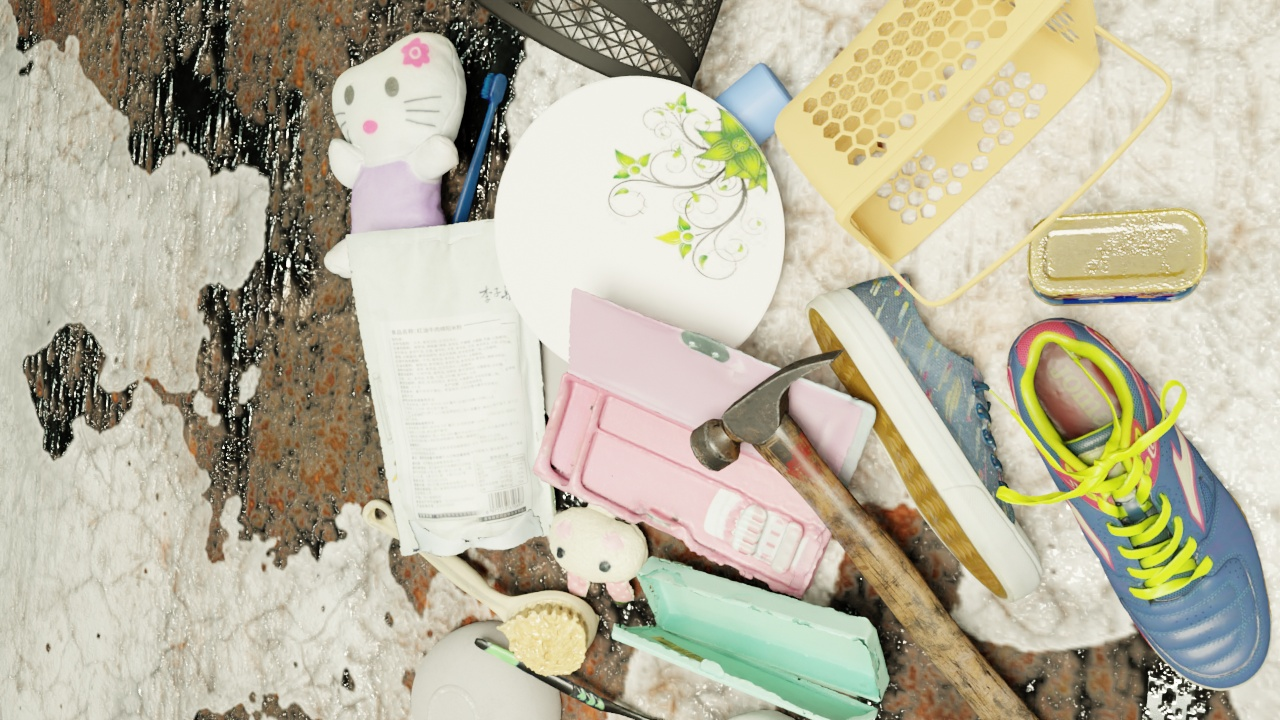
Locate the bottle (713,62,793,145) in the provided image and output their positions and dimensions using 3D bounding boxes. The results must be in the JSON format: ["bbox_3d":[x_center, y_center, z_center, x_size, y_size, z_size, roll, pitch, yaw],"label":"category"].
[{"bbox_3d":[0.054,-0.166,0.698,0.131,0.048,0.048,-36,74,22],"label":"bottle"}]

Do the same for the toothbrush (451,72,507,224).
[{"bbox_3d":[-0.154,-0.163,0.821,0.017,0.016,0.190,22,99,33],"label":"toothbrush"}]

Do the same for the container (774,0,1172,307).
[{"bbox_3d":[0.203,-0.143,0.576,0.184,0.129,0.167,-46,60,16],"label":"container"}]

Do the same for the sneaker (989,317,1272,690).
[{"bbox_3d":[0.290,0.087,0.550,0.116,0.091,0.241,-31,76,20],"label":"sneaker"}]

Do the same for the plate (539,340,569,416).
[{"bbox_3d":[-0.004,0.005,0.740,0.173,0.019,0.172,-1,89,27],"label":"plate"}]

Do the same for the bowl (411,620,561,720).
[{"bbox_3d":[-0.139,0.293,0.776,0.132,0.064,0.132,-1,89,27],"label":"bowl"}]

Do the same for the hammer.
[{"bbox_3d":[0.176,0.145,0.590,0.120,0.033,0.330,-40,89,33],"label":"hammer"}]

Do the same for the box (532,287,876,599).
[{"bbox_3d":[0.042,0.056,0.673,0.233,0.055,0.180,24,119,16],"label":"box"}]

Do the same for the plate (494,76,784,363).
[{"bbox_3d":[-0.002,-0.096,0.699,0.230,0.030,0.229,5,105,19],"label":"plate"}]

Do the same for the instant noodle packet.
[{"bbox_3d":[-0.149,0.023,0.756,0.147,0.057,0.269,-7,97,-5],"label":"instant noodle packet"}]

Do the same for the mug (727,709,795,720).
[{"bbox_3d":[0.080,0.317,0.659,0.090,0.076,0.124,16,96,26],"label":"mug"}]

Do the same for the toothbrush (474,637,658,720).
[{"bbox_3d":[-0.051,0.266,0.733,0.188,0.017,0.014,23,105,9],"label":"toothbrush"}]

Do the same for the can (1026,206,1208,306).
[{"bbox_3d":[0.293,-0.063,0.570,0.100,0.059,0.054,-1,89,27],"label":"can"}]

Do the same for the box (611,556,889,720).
[{"bbox_3d":[0.069,0.209,0.640,0.189,0.079,0.077,9,134,37],"label":"box"}]

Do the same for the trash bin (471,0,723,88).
[{"bbox_3d":[-0.008,-0.354,0.653,0.217,0.216,0.243,28,95,24],"label":"trash bin"}]

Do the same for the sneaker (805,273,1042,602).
[{"bbox_3d":[0.202,0.042,0.606,0.079,0.087,0.235,-29,78,-3],"label":"sneaker"}]

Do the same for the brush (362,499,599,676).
[{"bbox_3d":[-0.149,0.184,0.788,0.272,0.077,0.062,23,90,30],"label":"brush"}]

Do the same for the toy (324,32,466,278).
[{"bbox_3d":[-0.207,-0.175,0.804,0.138,0.085,0.209,-3,83,27],"label":"toy"}]

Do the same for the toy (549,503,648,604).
[{"bbox_3d":[-0.033,0.145,0.738,0.087,0.050,0.112,13,103,26],"label":"toy"}]
